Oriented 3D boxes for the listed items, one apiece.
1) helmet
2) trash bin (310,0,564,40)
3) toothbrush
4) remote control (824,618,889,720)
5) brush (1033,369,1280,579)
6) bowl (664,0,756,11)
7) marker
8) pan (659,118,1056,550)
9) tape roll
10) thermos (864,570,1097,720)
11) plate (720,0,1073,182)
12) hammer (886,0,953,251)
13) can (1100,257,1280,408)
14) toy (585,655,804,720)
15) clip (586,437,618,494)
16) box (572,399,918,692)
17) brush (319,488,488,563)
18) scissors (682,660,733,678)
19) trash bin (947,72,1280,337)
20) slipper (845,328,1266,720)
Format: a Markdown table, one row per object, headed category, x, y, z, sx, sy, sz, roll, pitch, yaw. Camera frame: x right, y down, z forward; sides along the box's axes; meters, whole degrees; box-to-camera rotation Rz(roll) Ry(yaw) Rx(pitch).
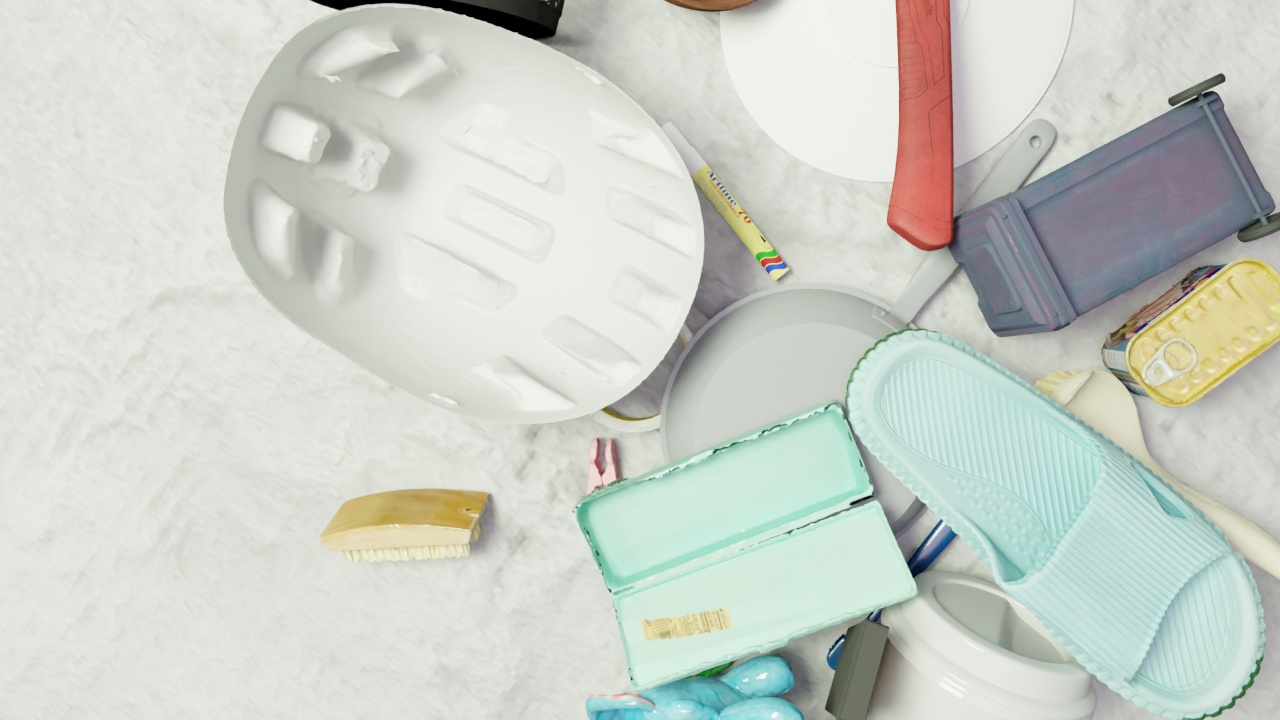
| category | x | y | z | sx | sy | sz | roll | pitch | yaw |
| --- | --- | --- | --- | --- | --- | --- | --- | --- | --- |
| helmet | -0.096 | -0.088 | 0.577 | 0.282 | 0.183 | 0.224 | 22 | 103 | 14 |
| trash bin | -0.118 | -0.339 | 0.561 | 0.217 | 0.216 | 0.243 | 9 | 102 | 9 |
| toothbrush | 0.190 | 0.139 | 0.632 | 0.016 | 0.017 | 0.190 | 38 | 98 | 5 |
| remote control | 0.131 | 0.191 | 0.561 | 0.013 | 0.133 | 0.058 | 17 | 76 | 13 |
| brush | 0.354 | 0.098 | 0.553 | 0.272 | 0.077 | 0.062 | 40 | 94 | 17 |
| bowl | 0.030 | -0.295 | 0.588 | 0.147 | 0.069 | 0.147 | -4 | 100 | -22 |
| marker | 0.057 | -0.111 | 0.636 | 0.014 | 0.014 | 0.132 | -38 | 87 | 10 |
| pan | 0.160 | -0.013 | 0.609 | 0.201 | 0.050 | 0.357 | 37 | 100 | -2 |
| tape roll | -0.004 | 0.004 | 0.652 | 0.094 | 0.019 | 0.094 | 1 | 94 | 9 |
| thermos | 0.190 | 0.261 | 0.591 | 0.131 | 0.131 | 0.222 | 19 | 104 | 8 |
| plate | 0.166 | -0.235 | 0.601 | 0.229 | 0.030 | 0.229 | 1 | 94 | 9 |
| hammer | 0.174 | -0.225 | 0.562 | 0.126 | 0.036 | 0.315 | -2 | 87 | 7 |
| can | 0.344 | -0.017 | 0.572 | 0.100 | 0.059 | 0.054 | -40 | 87 | 9 |
| toy | 0.063 | 0.242 | 0.591 | 0.183 | 0.114 | 0.181 | 34 | 137 | -5 |
| clip | -0.022 | 0.086 | 0.660 | 0.044 | 0.023 | 0.060 | 22 | 99 | 3 |
| box | 0.063 | 0.118 | 0.584 | 0.187 | 0.057 | 0.138 | -21 | 79 | 8 |
| brush | -0.171 | 0.123 | 0.675 | 0.117 | 0.049 | 0.039 | -3 | 116 | 9 |
| scissors | 0.020 | 0.257 | 0.670 | 0.131 | 0.014 | 0.071 | -35 | 88 | 9 |
| trash bin | 0.276 | -0.084 | 0.549 | 0.161 | 0.092 | 0.094 | -28 | 90 | -4 |
| slipper | 0.235 | 0.083 | 0.523 | 0.276 | 0.069 | 0.116 | 43 | 87 | 15 |
